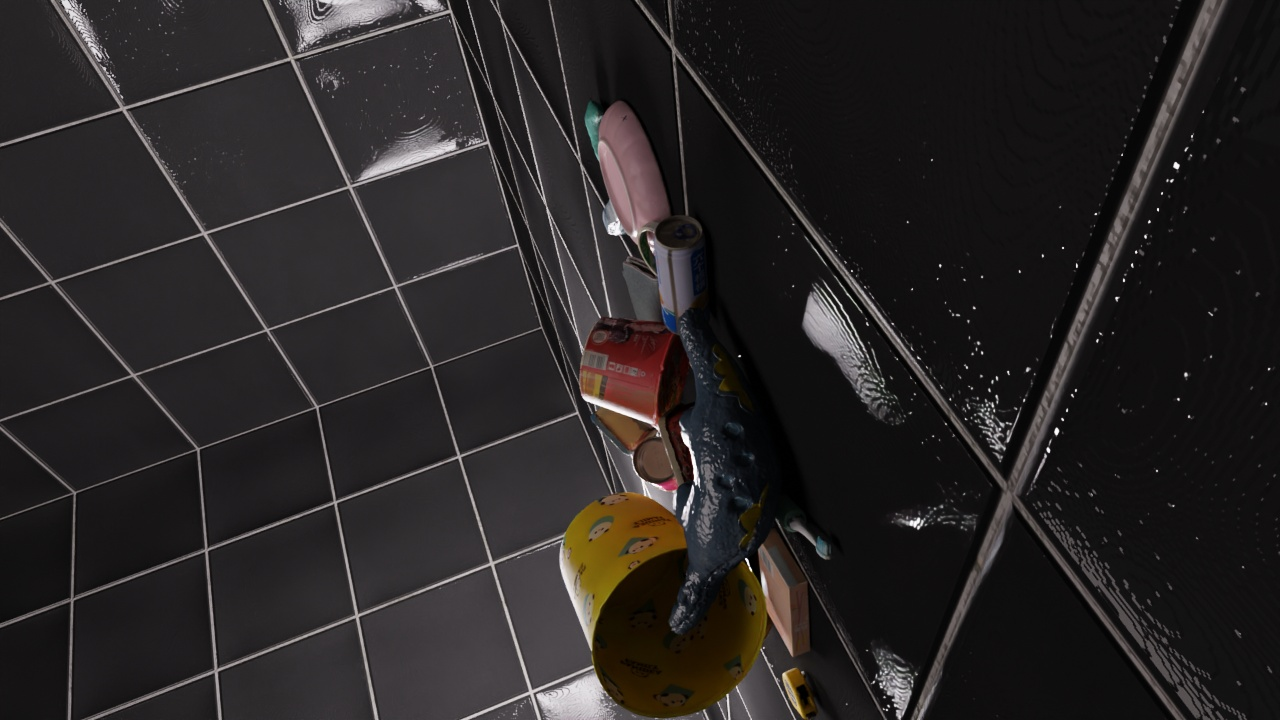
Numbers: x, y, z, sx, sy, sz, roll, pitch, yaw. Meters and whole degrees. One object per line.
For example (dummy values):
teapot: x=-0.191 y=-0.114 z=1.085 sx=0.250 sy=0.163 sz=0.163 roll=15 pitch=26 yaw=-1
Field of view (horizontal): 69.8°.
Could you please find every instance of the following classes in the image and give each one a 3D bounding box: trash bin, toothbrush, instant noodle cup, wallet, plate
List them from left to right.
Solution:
plate: x=-0.012 y=-0.211 z=1.098 sx=0.192 sy=0.039 sz=0.192 roll=159 pitch=91 yaw=-81
instant noodle cup: x=-0.007 y=0.007 z=1.137 sx=0.137 sy=0.109 sz=0.138 roll=14 pitch=-91 yaw=-75
trash bin: x=0.009 y=0.307 z=1.231 sx=0.255 sy=0.229 sz=0.230 roll=-147 pitch=38 yaw=-67
wallet: x=0.022 y=-0.070 z=1.220 sx=0.106 sy=0.037 sz=0.130 roll=38 pitch=150 yaw=54
toothbrush: x=0.150 y=0.156 z=0.964 sx=0.224 sy=0.026 sz=0.027 roll=-133 pitch=35 yaw=-69

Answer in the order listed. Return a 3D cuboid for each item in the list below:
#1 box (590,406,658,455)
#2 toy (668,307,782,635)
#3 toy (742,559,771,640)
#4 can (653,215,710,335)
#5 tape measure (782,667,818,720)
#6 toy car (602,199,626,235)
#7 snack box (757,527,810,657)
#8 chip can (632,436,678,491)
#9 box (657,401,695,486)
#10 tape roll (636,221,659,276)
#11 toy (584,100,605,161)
box: x=-0.011 y=0.087 z=1.416 sx=0.090 sy=0.060 sz=0.184 roll=45 pitch=-163 yaw=9
toy: x=0.083 y=0.127 z=0.956 sx=0.138 sy=0.091 sz=0.356 roll=11 pitch=101 yaw=41
toy: x=0.122 y=0.305 z=1.334 sx=0.144 sy=0.082 sz=0.225 roll=122 pitch=131 yaw=-61
can: x=0.045 y=-0.089 z=0.973 sx=0.135 sy=0.053 sz=0.053 roll=81 pitch=167 yaw=-51
tape measure: x=0.212 y=0.436 z=1.212 sx=0.060 sy=0.029 sz=0.057 roll=-163 pitch=53 yaw=-80
toy car: x=-0.032 y=-0.203 z=1.269 sx=0.091 sy=0.034 sz=0.043 roll=116 pitch=137 yaw=-76
snack box: x=0.173 y=0.281 z=1.107 sx=0.084 sy=0.026 sz=0.157 roll=-119 pitch=12 yaw=-46
chip can: x=0.035 y=0.161 z=1.419 sx=0.210 sy=0.071 sz=0.071 roll=57 pitch=-169 yaw=-77
box: x=0.091 y=0.130 z=1.096 sx=0.168 sy=0.077 sz=0.091 roll=70 pitch=-158 yaw=-6
tape roll: x=0.029 y=-0.118 z=1.037 sx=0.086 sy=0.013 sz=0.086 roll=42 pitch=158 yaw=21
toy: x=-0.054 y=-0.296 z=1.204 sx=0.096 sy=0.030 sz=0.092 roll=-114 pitch=9 yaw=-62
